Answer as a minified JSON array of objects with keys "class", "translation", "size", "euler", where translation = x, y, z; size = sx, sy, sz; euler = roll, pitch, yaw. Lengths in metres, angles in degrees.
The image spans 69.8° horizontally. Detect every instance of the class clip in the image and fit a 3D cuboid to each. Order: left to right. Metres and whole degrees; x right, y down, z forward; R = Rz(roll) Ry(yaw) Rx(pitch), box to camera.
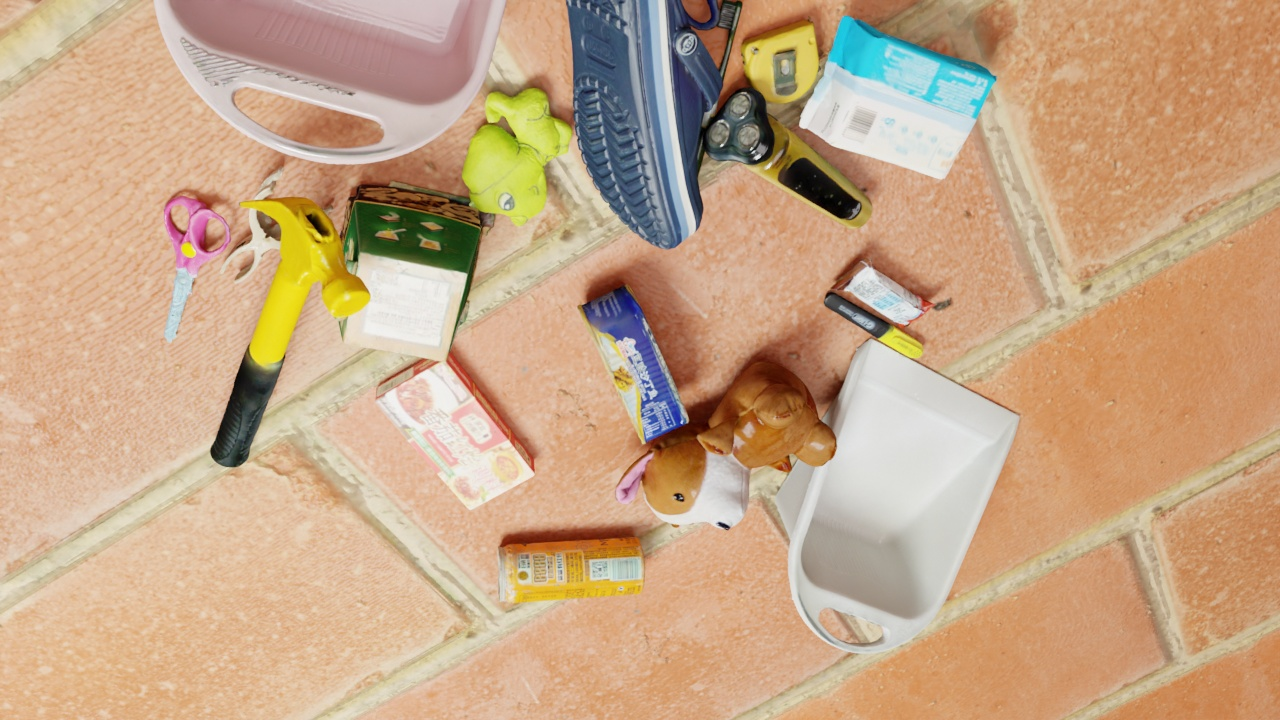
[{"class":"clip","translation":[-0.278,-0.096,0.715],"size":[0.094,0.035,0.103],"euler":[16,121,-18]}]

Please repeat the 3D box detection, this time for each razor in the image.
[{"class":"razor","translation":[0.127,-0.155,0.748],"size":[0.167,0.067,0.062],"euler":[26,113,-31]}]

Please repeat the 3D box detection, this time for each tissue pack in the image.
[{"class":"tissue pack","translation":[0.204,-0.207,0.728],"size":[0.140,0.063,0.090],"euler":[12,119,-17]}]

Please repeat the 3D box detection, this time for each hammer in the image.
[{"class":"hammer","translation":[-0.290,-0.007,0.710],"size":[0.032,0.128,0.302],"euler":[-16,154,-44]}]

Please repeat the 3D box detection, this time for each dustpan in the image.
[{"class":"dustpan","translation":[-0.176,-0.272,0.568],"size":[0.222,0.138,0.274],"euler":[9,119,-16]},{"class":"dustpan","translation":[0.254,0.153,0.912],"size":[0.222,0.142,0.258],"euler":[24,115,-24]}]

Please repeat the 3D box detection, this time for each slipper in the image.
[{"class":"slipper","translation":[0.007,-0.208,0.674],"size":[0.095,0.105,0.253],"euler":[-27,129,-21]}]

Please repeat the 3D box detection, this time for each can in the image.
[{"class":"can","translation":[-0.070,0.212,0.928],"size":[0.146,0.058,0.058],"euler":[-1,121,-11]},{"class":"can","translation":[-0.005,0.005,0.808],"size":[0.049,0.074,0.148],"euler":[-25,121,-1]}]

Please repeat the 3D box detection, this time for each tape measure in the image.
[{"class":"tape measure","translation":[0.111,-0.230,0.716],"size":[0.060,0.029,0.057],"euler":[-18,123,0]}]

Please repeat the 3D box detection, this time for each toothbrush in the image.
[{"class":"toothbrush","translation":[0.050,-0.193,0.736],"size":[0.017,0.012,0.186],"euler":[9,119,-10]}]

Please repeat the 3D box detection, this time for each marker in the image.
[{"class":"marker","translation":[0.220,-0.032,0.866],"size":[0.124,0.015,0.018],"euler":[27,116,-23]}]

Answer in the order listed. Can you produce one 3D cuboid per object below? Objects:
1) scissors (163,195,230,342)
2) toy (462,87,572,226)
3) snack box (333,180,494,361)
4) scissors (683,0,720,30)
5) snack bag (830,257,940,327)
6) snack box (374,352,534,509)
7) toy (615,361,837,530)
[{"class":"scissors","translation":[-0.361,-0.067,0.727],"size":[0.054,0.017,0.134],"euler":[25,117,-8]},{"class":"toy","translation":[-0.100,-0.159,0.715],"size":[0.100,0.031,0.097],"euler":[-36,117,6]},{"class":"snack box","translation":[-0.179,-0.061,0.714],"size":[0.117,0.105,0.118],"euler":[10,119,-18]},{"class":"scissors","translation":[0.047,-0.323,0.652],"size":[0.155,0.012,0.166],"euler":[0,114,-12]},{"class":"snack bag","translation":[0.226,-0.060,0.842],"size":[0.104,0.026,0.048],"euler":[25,136,-23]},{"class":"snack box","translation":[-0.167,0.065,0.839],"size":[0.075,0.025,0.153],"euler":[-28,122,6]},{"class":"toy","translation":[0.081,0.095,0.859],"size":[0.200,0.130,0.140],"euler":[-30,136,17]}]
